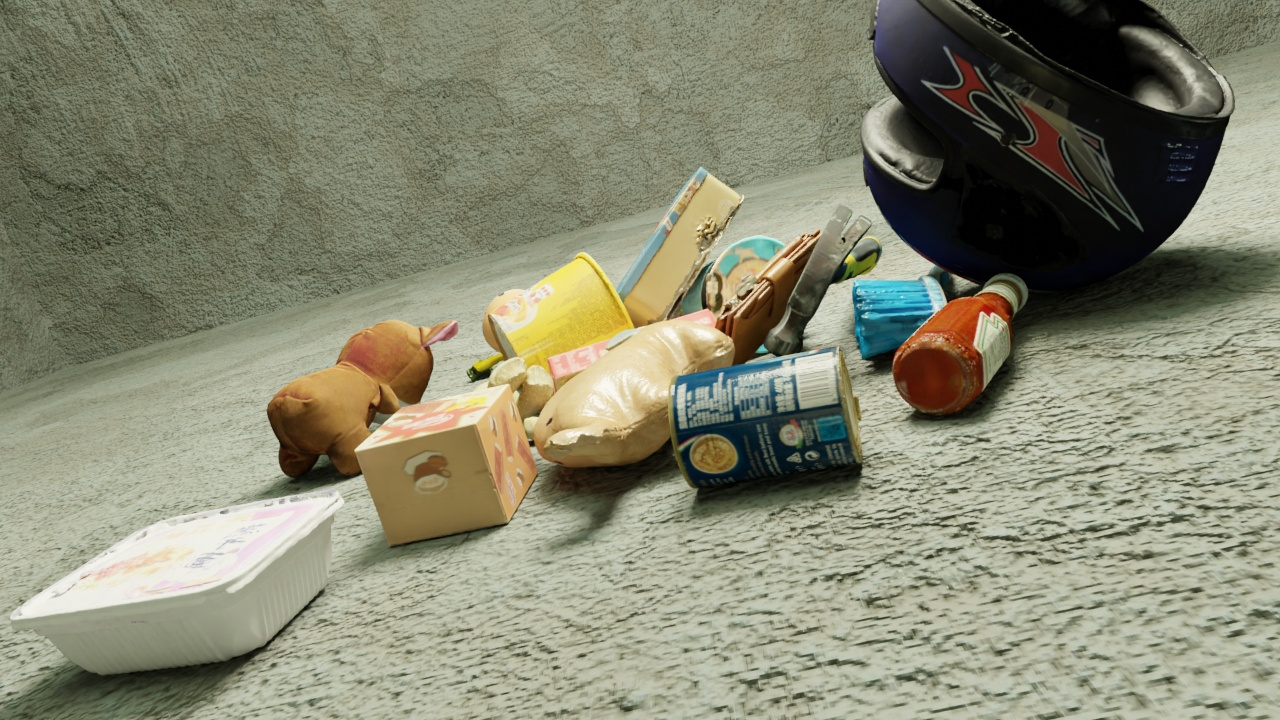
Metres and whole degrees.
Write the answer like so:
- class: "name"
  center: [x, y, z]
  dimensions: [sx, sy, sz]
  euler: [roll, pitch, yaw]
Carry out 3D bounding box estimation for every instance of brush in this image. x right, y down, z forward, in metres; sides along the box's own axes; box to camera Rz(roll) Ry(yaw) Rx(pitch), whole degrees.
- class: "brush"
  center: [0.252, -0.063, 0.858]
  dimensions: [0.109, 0.060, 0.313]
  euler: [-7, 13, 13]

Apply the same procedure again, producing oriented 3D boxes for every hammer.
- class: "hammer"
  center: [0.192, -0.089, 0.863]
  dimensions: [0.032, 0.126, 0.322]
  euler: [30, 21, 14]

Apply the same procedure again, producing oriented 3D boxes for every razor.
- class: "razor"
  center: [-0.145, 0.002, 1.093]
  dimensions: [0.133, 0.028, 0.043]
  euler: [-6, 13, 29]

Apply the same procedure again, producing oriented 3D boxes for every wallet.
- class: "wallet"
  center: [0.109, -0.048, 0.802]
  dimensions: [0.031, 0.108, 0.131]
  euler: [36, 60, 17]

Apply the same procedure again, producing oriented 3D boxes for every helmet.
- class: "helmet"
  center: [0.313, -0.193, 0.796]
  dimensions: [0.246, 0.315, 0.241]
  euler: [-60, -2, -42]

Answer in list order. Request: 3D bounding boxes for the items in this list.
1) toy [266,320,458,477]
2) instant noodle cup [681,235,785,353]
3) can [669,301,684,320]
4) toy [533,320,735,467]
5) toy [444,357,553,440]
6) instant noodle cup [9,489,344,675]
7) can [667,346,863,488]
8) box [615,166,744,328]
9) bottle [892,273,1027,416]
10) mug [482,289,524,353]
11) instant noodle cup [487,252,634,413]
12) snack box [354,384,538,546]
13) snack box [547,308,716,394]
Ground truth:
- class: "toy"
  center: [-0.272, 0.033, 0.922]
  dimensions: [0.140, 0.130, 0.199]
  euler: [-5, 38, 31]
- class: "instant noodle cup"
  center: [0.096, -0.064, 0.927]
  dimensions: [0.111, 0.111, 0.120]
  euler: [-19, 7, -16]
- class: "can"
  center: [0.072, -0.072, 1.072]
  dimensions: [0.058, 0.058, 0.146]
  euler: [-6, 16, 33]
- class: "toy"
  center: [-0.019, 0.037, 0.683]
  dimensions: [0.144, 0.082, 0.225]
  euler: [-28, 8, 34]
- class: "toy"
  center: [-0.118, 0.035, 0.779]
  dimensions: [0.105, 0.066, 0.158]
  euler: [9, -19, -20]
- class: "instant noodle cup"
  center: [-0.284, 0.146, 0.590]
  dimensions: [0.174, 0.060, 0.137]
  euler: [-10, 14, 17]
- class: "can"
  center: [0.081, 0.037, 0.585]
  dimensions: [0.111, 0.075, 0.075]
  euler: [-11, 14, 17]
- class: "box"
  center: [0.030, -0.102, 0.928]
  dimensions: [0.184, 0.061, 0.090]
  euler: [-56, 5, -16]
- class: "bottle"
  center: [0.245, -0.022, 0.676]
  dimensions: [0.060, 0.060, 0.205]
  euler: [-5, 17, 37]
- class: "mug"
  center: [-0.116, -0.024, 1.012]
  dimensions: [0.078, 0.078, 0.123]
  euler: [-22, 31, -24]
- class: "instant noodle cup"
  center: [-0.076, -0.020, 0.889]
  dimensions: [0.109, 0.138, 0.138]
  euler: [-27, 16, -13]
- class: "snack box"
  center: [-0.139, 0.074, 0.675]
  dimensions: [0.093, 0.077, 0.094]
  euler: [-13, 14, 11]
- class: "snack box"
  center: [-0.005, 0.005, 0.824]
  dimensions: [0.152, 0.075, 0.025]
  euler: [-17, 58, -9]
